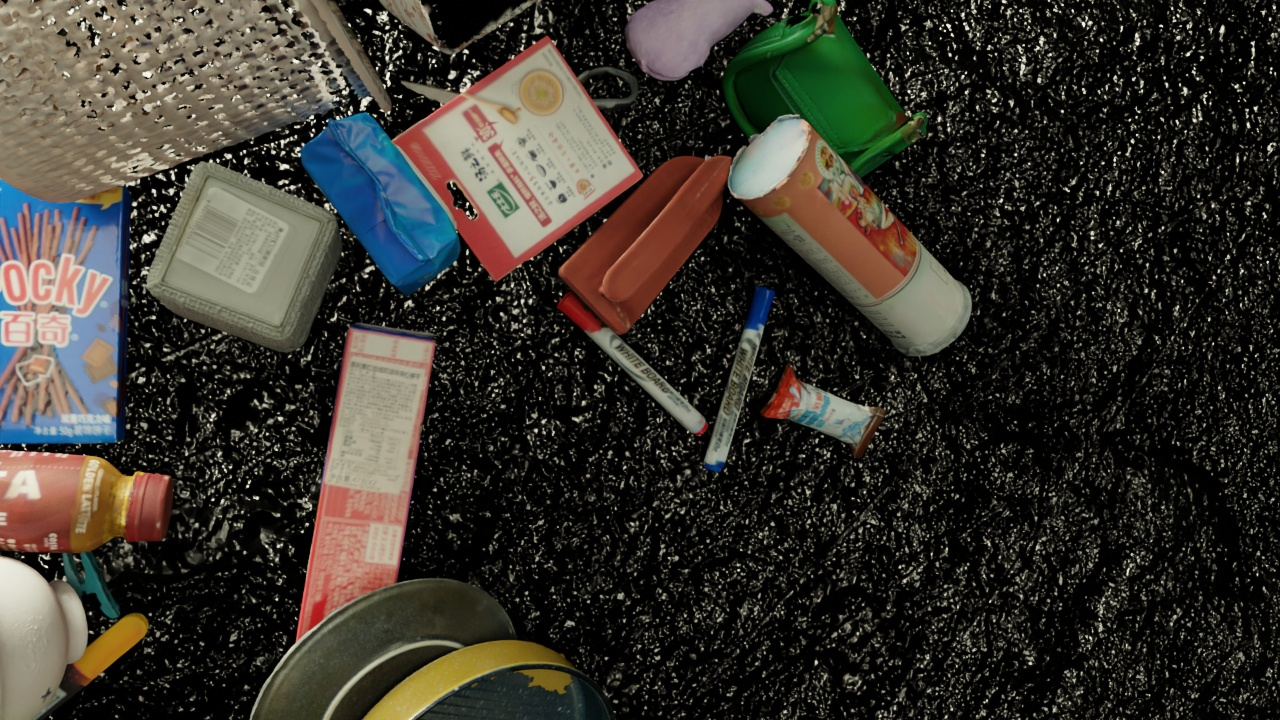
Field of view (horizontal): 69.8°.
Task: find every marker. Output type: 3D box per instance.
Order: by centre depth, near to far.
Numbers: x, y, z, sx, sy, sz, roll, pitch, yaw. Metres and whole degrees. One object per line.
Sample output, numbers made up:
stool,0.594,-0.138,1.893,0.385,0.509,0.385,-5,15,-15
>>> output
marker,-0.353,0.199,0.556,0.123,0.015,0.018,-41,104,-12
marker,-0.004,0.004,0.674,0.145,0.017,0.017,44,77,-14
marker,0.075,0.014,0.701,0.017,0.017,0.145,19,84,-18

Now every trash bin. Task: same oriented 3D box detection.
trash bin,-0.275,-0.194,0.490,0.192,0.227,0.227,-30,100,-4

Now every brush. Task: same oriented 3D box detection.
brush,0.011,-0.090,0.643,0.063,0.069,0.145,46,68,-15

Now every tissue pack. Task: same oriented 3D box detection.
tissue pack,-0.150,-0.090,0.551,0.052,0.157,0.095,-37,98,-8

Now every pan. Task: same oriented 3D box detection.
pan,-0.040,0.303,0.625,0.357,0.078,0.198,24,94,-40

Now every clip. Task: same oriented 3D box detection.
clip,-0.339,0.135,0.560,0.049,0.015,0.057,-17,97,-16

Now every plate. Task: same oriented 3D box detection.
plate,-0.152,0.220,0.577,0.179,0.024,0.180,-19,122,-33

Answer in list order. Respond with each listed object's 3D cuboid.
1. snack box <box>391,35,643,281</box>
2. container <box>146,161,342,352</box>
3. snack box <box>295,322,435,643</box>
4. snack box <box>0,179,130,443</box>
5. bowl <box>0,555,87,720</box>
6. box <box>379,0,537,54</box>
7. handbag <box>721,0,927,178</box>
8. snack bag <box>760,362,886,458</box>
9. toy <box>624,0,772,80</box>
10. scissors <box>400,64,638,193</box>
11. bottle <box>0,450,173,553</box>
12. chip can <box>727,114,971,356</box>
snack box,-0.083,-0.133,0.622,0.127,0.044,0.113,-37,102,-10
container,-0.231,-0.059,0.543,0.090,0.114,0.090,22,83,-18
snack box,-0.176,0.081,0.594,0.058,0.057,0.207,10,87,-17
snack box,-0.355,-0.029,0.547,0.084,0.026,0.157,1,90,-18
bowl,-0.359,0.157,0.519,0.064,0.118,0.118,-10,94,-58
box,-0.137,-0.334,0.595,0.182,0.193,0.157,-39,144,-15
handbag,0.131,-0.189,0.666,0.067,0.120,0.131,-45,102,-20
snack bag,0.144,0.040,0.720,0.104,0.026,0.048,26,94,-17
toy,0.034,-0.253,0.675,0.084,0.039,0.108,43,81,1
scissors,-0.074,-0.167,0.651,0.159,0.014,0.170,-45,102,-13
bottle,-0.367,0.080,0.527,0.174,0.057,0.057,6,88,-19
chip can,0.156,-0.085,0.669,0.214,0.071,0.071,35,79,-33
